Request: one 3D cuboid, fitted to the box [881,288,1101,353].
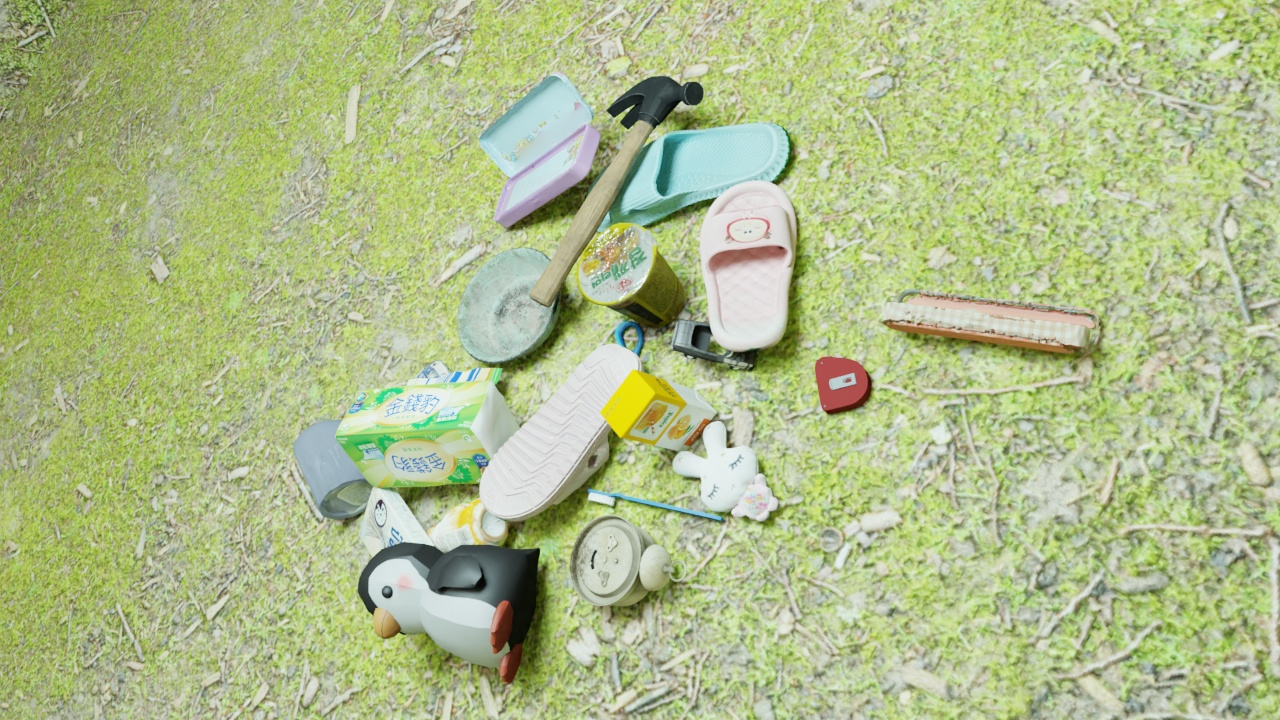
[{"bbox_3d":[0.323,-0.040,0.857,0.187,0.055,0.076,10,43,32],"label":"box"}]

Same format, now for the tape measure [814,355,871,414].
[{"bbox_3d":[0.204,0.020,0.924,0.051,0.019,0.059,-17,63,24],"label":"tape measure"}]

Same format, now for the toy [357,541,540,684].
[{"bbox_3d":[-0.208,0.245,0.989,0.184,0.159,0.139,9,46,12],"label":"toy"}]

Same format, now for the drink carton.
[{"bbox_3d":[0.022,0.055,0.957,0.059,0.122,0.040,-53,53,14],"label":"drink carton"}]

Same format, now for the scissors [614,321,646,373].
[{"bbox_3d":[-0.004,0.007,1.058,0.141,0.013,0.113,21,81,38],"label":"scissors"}]

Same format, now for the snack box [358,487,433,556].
[{"bbox_3d":[-0.293,0.221,1.104,0.150,0.026,0.082,40,116,42],"label":"snack box"}]

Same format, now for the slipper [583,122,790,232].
[{"bbox_3d":[0.043,-0.229,1.095,0.277,0.069,0.115,-10,63,27],"label":"slipper"}]

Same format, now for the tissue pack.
[{"bbox_3d":[-0.243,0.066,1.108,0.198,0.120,0.141,0,45,15],"label":"tissue pack"}]

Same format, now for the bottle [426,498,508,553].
[{"bbox_3d":[-0.205,0.200,1.068,0.109,0.063,0.063,-23,59,37],"label":"bottle"}]

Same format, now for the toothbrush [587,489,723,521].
[{"bbox_3d":[0.013,0.158,0.983,0.167,0.016,0.014,7,74,32],"label":"toothbrush"}]

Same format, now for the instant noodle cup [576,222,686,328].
[{"bbox_3d":[-0.002,-0.088,1.036,0.102,0.108,0.102,-12,64,26],"label":"instant noodle cup"}]

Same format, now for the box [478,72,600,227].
[{"bbox_3d":[-0.130,-0.263,1.165,0.215,0.062,0.140,-18,85,52],"label":"box"}]

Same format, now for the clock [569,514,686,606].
[{"bbox_3d":[-0.008,0.212,0.950,0.141,0.054,0.092,-2,69,38],"label":"clock"}]

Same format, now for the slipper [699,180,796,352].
[{"bbox_3d":[0.114,-0.106,0.987,0.107,0.056,0.221,-2,59,11],"label":"slipper"}]

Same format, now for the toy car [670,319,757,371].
[{"bbox_3d":[0.081,-0.019,0.986,0.092,0.037,0.040,14,74,0],"label":"toy car"}]

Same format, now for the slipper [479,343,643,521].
[{"bbox_3d":[-0.078,0.089,1.038,0.094,0.064,0.239,34,80,33],"label":"slipper"}]

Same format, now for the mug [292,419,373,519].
[{"bbox_3d":[-0.377,0.131,1.193,0.124,0.084,0.104,-32,56,-7],"label":"mug"}]

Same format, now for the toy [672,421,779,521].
[{"bbox_3d":[0.089,0.118,0.940,0.076,0.037,0.125,-50,51,5],"label":"toy"}]

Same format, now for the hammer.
[{"bbox_3d":[-0.044,-0.200,1.085,0.132,0.040,0.305,24,82,55],"label":"hammer"}]

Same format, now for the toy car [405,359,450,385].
[{"bbox_3d":[-0.292,0.047,1.196,0.113,0.040,0.048,-47,55,5],"label":"toy car"}]

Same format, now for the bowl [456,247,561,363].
[{"bbox_3d":[-0.159,-0.064,1.163,0.158,0.038,0.157,-12,65,26],"label":"bowl"}]
